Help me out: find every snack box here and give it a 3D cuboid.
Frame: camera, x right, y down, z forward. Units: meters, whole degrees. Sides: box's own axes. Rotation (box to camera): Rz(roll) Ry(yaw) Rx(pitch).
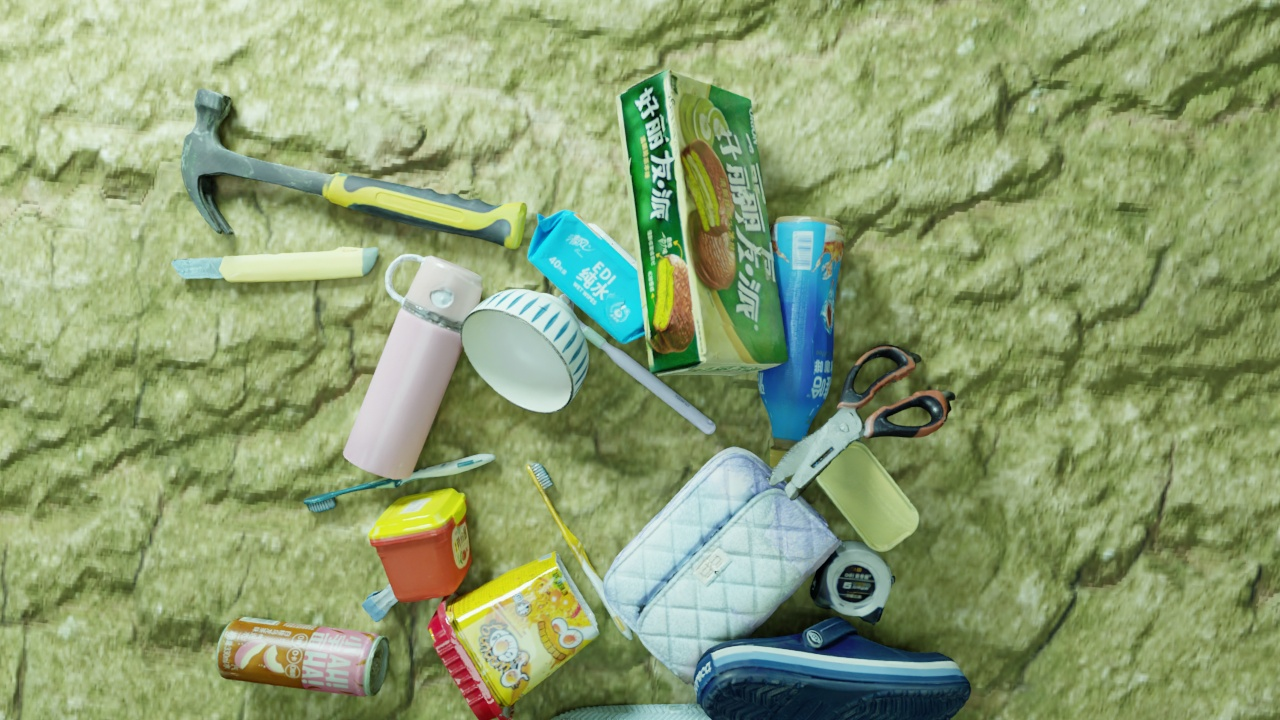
[{"bbox_3d":[-0.196,0.168,0.833,0.082,0.091,0.080,-10,100,5],"label":"snack box"},{"bbox_3d":[0.051,-0.108,0.761,0.063,0.114,0.240,-13,80,42],"label":"snack box"}]

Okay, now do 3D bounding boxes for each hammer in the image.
[{"bbox_3d":[-0.265,-0.153,0.844,0.323,0.032,0.126,13,95,3],"label":"hammer"}]

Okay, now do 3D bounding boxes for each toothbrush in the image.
[{"bbox_3d":[-0.228,0.116,0.867,0.192,0.016,0.018,-14,103,5],"label":"toothbrush"},{"bbox_3d":[-0.005,0.005,0.843,0.189,0.029,0.021,39,135,-1],"label":"toothbrush"},{"bbox_3d":[-0.054,0.178,0.859,0.018,0.016,0.191,-31,91,-2],"label":"toothbrush"}]

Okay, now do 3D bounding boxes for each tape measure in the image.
[{"bbox_3d":[0.194,0.199,0.834,0.066,0.033,0.066,20,97,1],"label":"tape measure"}]

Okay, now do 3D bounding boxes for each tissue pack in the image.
[{"bbox_3d":[-0.035,-0.073,0.803,0.140,0.090,0.063,43,94,0],"label":"tissue pack"}]

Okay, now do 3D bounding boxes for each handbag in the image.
[{"bbox_3d":[0.067,0.182,0.821,0.134,0.075,0.194,43,96,2],"label":"handbag"}]

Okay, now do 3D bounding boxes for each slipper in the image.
[{"bbox_3d":[0.023,0.359,0.825,0.245,0.104,0.074,-2,90,9],"label":"slipper"},{"bbox_3d":[0.163,0.281,0.814,0.252,0.095,0.105,9,127,-16],"label":"slipper"}]

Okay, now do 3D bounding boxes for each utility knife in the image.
[{"bbox_3d":[-0.343,-0.089,0.859,0.198,0.021,0.031,-2,88,-2],"label":"utility knife"}]

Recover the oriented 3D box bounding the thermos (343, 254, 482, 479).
[{"bbox_3d":[-0.213,0.002,0.831,0.087,0.067,0.198,21,96,-8],"label":"thermos"}]

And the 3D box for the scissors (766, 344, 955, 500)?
[{"bbox_3d":[0.187,0.058,0.758,0.197,0.204,0.015,13,138,-7],"label":"scissors"}]

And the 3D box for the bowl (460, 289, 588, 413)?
[{"bbox_3d":[-0.093,-0.017,0.813,0.116,0.117,0.066,36,51,1],"label":"bowl"}]

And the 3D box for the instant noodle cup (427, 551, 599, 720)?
[{"bbox_3d":[-0.110,0.240,0.825,0.123,0.116,0.116,-31,91,-7],"label":"instant noodle cup"}]

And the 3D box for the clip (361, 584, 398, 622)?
[{"bbox_3d":[-0.235,0.222,0.873,0.058,0.041,0.026,-36,88,1],"label":"clip"}]

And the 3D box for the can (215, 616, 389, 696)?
[{"bbox_3d":[-0.316,0.278,0.862,0.147,0.058,0.058,6,94,4],"label":"can"}]

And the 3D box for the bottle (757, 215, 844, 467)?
[{"bbox_3d":[0.138,-0.014,0.804,0.065,0.065,0.218,4,92,4],"label":"bottle"}]

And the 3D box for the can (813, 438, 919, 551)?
[{"bbox_3d":[0.192,0.111,0.803,0.057,0.083,0.102,-39,90,5],"label":"can"}]
